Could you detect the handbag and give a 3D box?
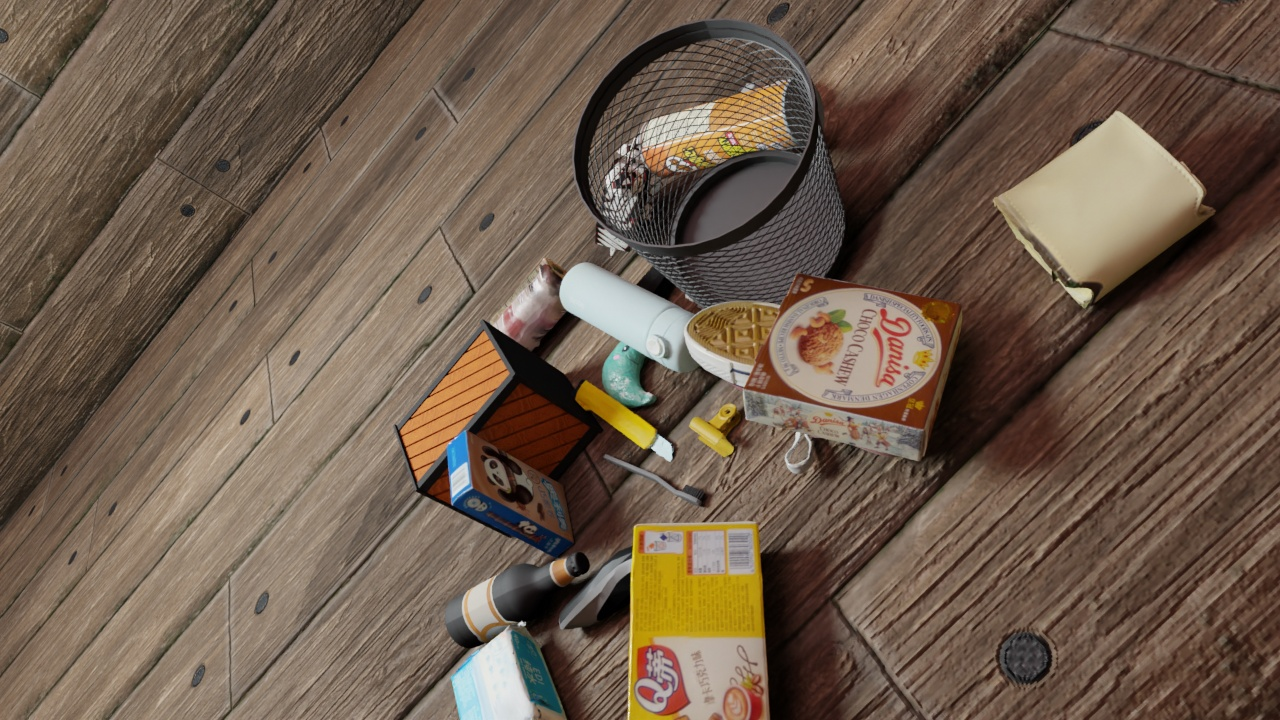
[{"bbox_3d":[0.357,-0.114,0.714,0.119,0.081,0.111,-38,46,18],"label":"handbag"}]

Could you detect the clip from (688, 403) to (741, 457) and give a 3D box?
[{"bbox_3d":[0.077,0.065,0.918,0.054,0.044,0.049,34,113,55],"label":"clip"}]

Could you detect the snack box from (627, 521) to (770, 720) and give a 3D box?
[{"bbox_3d":[0.046,0.246,0.737,0.110,0.062,0.229,-2,53,5],"label":"snack box"}]

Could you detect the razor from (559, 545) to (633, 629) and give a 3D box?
[{"bbox_3d":[-0.023,0.220,0.889,0.157,0.057,0.060,-30,74,28],"label":"razor"}]

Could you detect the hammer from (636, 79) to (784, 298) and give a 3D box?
[{"bbox_3d":[0.090,-0.193,1.105,0.328,0.039,0.131,-54,37,0],"label":"hammer"}]

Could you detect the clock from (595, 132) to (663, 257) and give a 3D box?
[{"bbox_3d":[-0.010,-0.211,1.159,0.114,0.065,0.155,-73,-3,-48],"label":"clock"}]

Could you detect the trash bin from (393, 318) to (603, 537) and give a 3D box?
[{"bbox_3d":[-0.171,0.080,1.087,0.172,0.139,0.139,-49,36,7],"label":"trash bin"}]

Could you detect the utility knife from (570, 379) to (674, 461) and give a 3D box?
[{"bbox_3d":[-0.022,0.066,1.020,0.179,0.017,0.030,33,100,47],"label":"utility knife"}]

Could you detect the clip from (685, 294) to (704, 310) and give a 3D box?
[{"bbox_3d":[0.076,-0.082,1.028,0.058,0.050,0.101,-1,59,33],"label":"clip"}]

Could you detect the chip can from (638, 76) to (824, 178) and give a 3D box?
[{"bbox_3d":[0.100,-0.264,1.055,0.215,0.075,0.075,-1,61,45],"label":"chip can"}]

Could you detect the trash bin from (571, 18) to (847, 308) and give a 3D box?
[{"bbox_3d":[0.083,-0.161,0.876,0.218,0.227,0.217,-8,70,21],"label":"trash bin"}]

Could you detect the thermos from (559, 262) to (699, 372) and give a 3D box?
[{"bbox_3d":[-0.006,-0.049,1.033,0.207,0.077,0.065,31,121,42],"label":"thermos"}]

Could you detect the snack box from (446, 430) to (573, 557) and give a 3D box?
[{"bbox_3d":[-0.140,0.145,0.990,0.034,0.151,0.087,-39,38,18],"label":"snack box"}]

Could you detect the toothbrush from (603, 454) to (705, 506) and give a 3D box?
[{"bbox_3d":[0.011,0.122,0.959,0.167,0.013,0.013,15,65,52],"label":"toothbrush"}]

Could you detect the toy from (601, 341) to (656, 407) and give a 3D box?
[{"bbox_3d":[-0.006,0.006,1.057,0.085,0.033,0.105,1,61,36],"label":"toy"}]

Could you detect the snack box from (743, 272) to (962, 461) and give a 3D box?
[{"bbox_3d":[0.176,0.001,0.754,0.147,0.041,0.142,13,51,22],"label":"snack box"}]

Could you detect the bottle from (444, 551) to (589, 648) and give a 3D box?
[{"bbox_3d":[-0.127,0.247,0.971,0.182,0.059,0.059,-32,41,27],"label":"bottle"}]

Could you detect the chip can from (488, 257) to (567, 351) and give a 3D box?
[{"bbox_3d":[-0.176,-0.031,1.238,0.230,0.079,0.079,-48,37,10],"label":"chip can"}]

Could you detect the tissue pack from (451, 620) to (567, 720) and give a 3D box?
[{"bbox_3d":[-0.129,0.334,0.903,0.093,0.061,0.144,-45,40,10],"label":"tissue pack"}]

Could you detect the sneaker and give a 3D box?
[{"bbox_3d":[0.143,0.024,0.830,0.241,0.088,0.118,30,61,34],"label":"sneaker"}]
